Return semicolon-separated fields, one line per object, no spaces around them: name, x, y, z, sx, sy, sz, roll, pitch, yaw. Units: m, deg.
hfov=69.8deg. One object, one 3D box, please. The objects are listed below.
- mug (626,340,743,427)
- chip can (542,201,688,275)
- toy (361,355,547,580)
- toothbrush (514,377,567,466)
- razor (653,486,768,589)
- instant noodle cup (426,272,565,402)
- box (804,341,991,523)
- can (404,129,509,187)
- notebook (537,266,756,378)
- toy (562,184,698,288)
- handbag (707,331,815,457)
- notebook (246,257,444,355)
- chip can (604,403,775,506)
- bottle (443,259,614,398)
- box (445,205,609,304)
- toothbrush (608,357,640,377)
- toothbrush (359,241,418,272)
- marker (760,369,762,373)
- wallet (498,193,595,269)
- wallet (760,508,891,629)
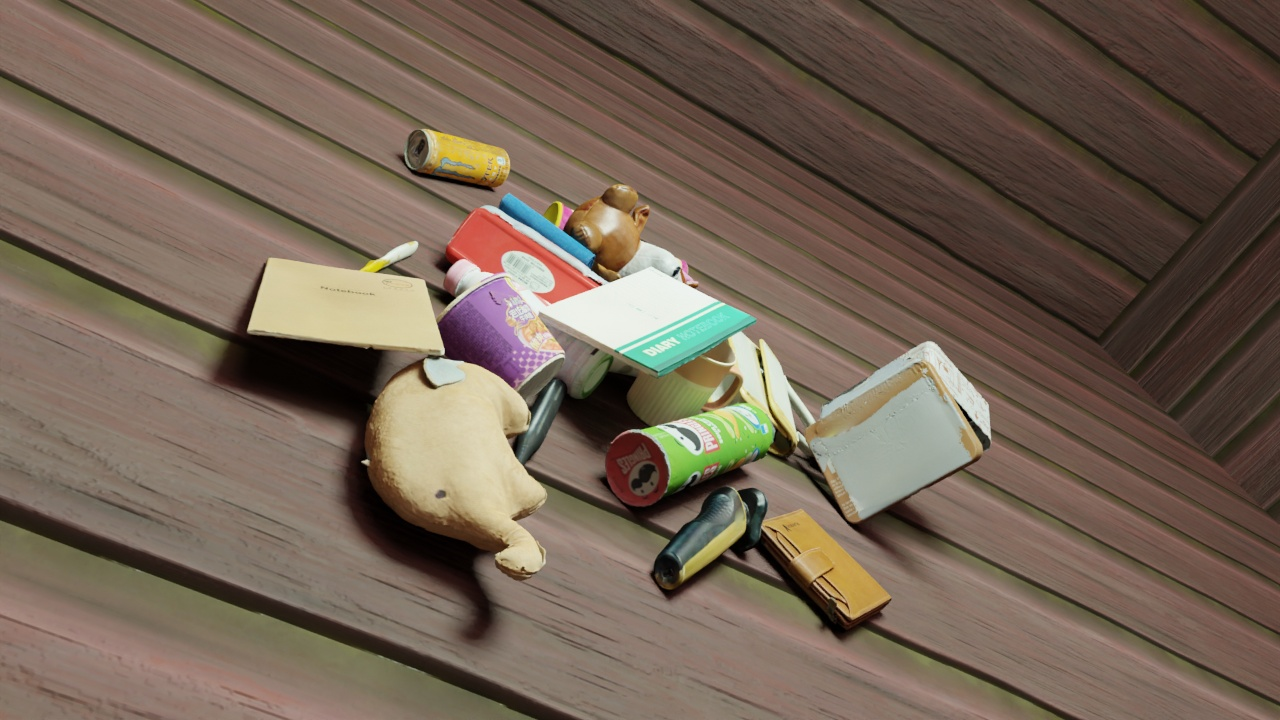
mug;0.056;0.023;1.023;0.114;0.106;0.081;20;27;-28
chip can;-0.038;-0.146;1.271;0.210;0.072;0.071;21;26;-25
toy;-0.139;0.085;0.696;0.143;0.083;0.225;4;37;-21
toothbrush;-0.102;0.070;0.839;0.027;0.026;0.212;36;24;-7
razor;0.064;0.165;0.842;0.167;0.062;0.067;-24;92;-56
instant noodle cup;-0.132;-0.011;0.865;0.099;0.112;0.111;45;25;7
box;0.304;0.093;1.080;0.150;0.182;0.167;44;33;-14
can;-0.253;-0.280;1.276;0.145;0.058;0.058;1;39;-50
notebook;0.013;-0.045;0.973;0.150;0.012;0.208;27;31;25
toy;-0.005;-0.127;1.181;0.131;0.139;0.199;2;-43;52
handbag;0.166;0.047;1.160;0.178;0.063;0.163;31;30;-22
notebook;-0.254;-0.050;0.797;0.147;0.008;0.207;7;19;-20
chip can;0.057;0.090;0.941;0.072;0.072;0.235;43;25;22
bottle;-0.122;-0.039;0.972;0.197;0.068;0.068;36;24;11
box;-0.125;-0.095;1.086;0.201;0.095;0.099;34;-12;-1
toothbrush;-0.006;0.006;1.078;0.220;0.027;0.026;13;51;-40
toothbrush;-0.279;-0.101;0.956;0.018;0.016;0.191;26;24;4
marker;0.139;0.016;1.251;0.145;0.017;0.017;2;38;-49
wallet;-0.120;-0.136;1.128;0.133;0.107;0.040;37;61;5
wallet;0.179;0.209;0.921;0.130;0.035;0.119;45;21;27
